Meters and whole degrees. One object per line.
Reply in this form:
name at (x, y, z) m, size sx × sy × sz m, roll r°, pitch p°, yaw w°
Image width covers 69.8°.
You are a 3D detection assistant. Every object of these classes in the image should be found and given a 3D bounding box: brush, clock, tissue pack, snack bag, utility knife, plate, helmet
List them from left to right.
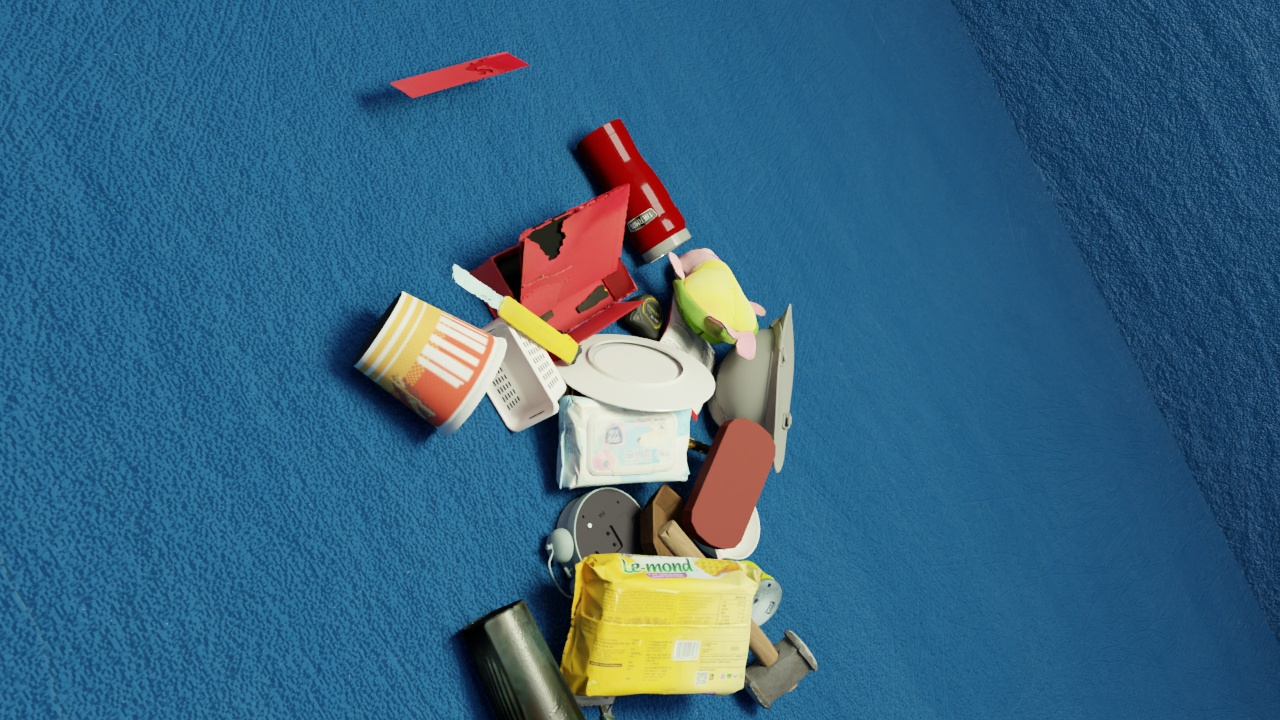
utility knife at (-0.137, -0.050, 1.048) m, size 0.224 × 0.019 × 0.030 m, roll 39°, pitch 63°, yaw -50°
clock at (-0.052, 0.224, 1.105) m, size 0.158 × 0.045 × 0.122 m, roll -34°, pitch 97°, yaw -46°
tissue pack at (-0.015, 0.096, 1.128) m, size 0.181 × 0.070 × 0.112 m, roll -1°, pitch 92°, yaw -23°
plate at (-0.007, 0.007, 1.160) m, size 0.208 × 0.209 × 0.015 m, roll -18°, pitch 128°, yaw -47°
snack bag at (0.026, 0.307, 1.043) m, size 0.247 × 0.068 × 0.159 m, roll 9°, pitch 93°, yaw -26°
plate at (0.032, 0.222, 1.144) m, size 0.131 × 0.025 × 0.131 m, roll 48°, pitch 34°, yaw -49°
snack bag at (0.066, -0.007, 1.320) m, size 0.131 × 0.039 × 0.143 m, roll 53°, pitch 38°, yaw -30°
brush at (0.112, 0.160, 1.193) m, size 0.082 × 0.042 × 0.173 m, roll 33°, pitch 67°, yaw -19°
clock at (0.130, 0.308, 1.211) m, size 0.119 × 0.057 × 0.083 m, roll 19°, pitch 104°, yaw -35°
helmet at (0.160, 0.035, 1.349) m, size 0.183 × 0.118 × 0.270 m, roll 74°, pitch 22°, yaw -50°

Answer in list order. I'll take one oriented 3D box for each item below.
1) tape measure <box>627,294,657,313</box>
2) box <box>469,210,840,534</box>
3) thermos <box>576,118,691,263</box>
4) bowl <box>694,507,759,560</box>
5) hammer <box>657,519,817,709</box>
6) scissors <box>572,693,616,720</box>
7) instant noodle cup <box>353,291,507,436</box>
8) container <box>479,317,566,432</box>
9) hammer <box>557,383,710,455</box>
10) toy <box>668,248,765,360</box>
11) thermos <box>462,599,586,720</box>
tape measure at (0.003, -0.062, 1.296) m, size 0.061 × 0.034 × 0.061 m, roll 45°, pitch 49°, yaw -37°
box at (0.020, -0.004, 1.147) m, size 0.479 × 0.171 × 0.213 m, roll 32°, pitch 40°, yaw 21°
thermos at (-0.005, -0.247, 1.342) m, size 0.198 × 0.084 × 0.107 m, roll 59°, pitch 26°, yaw -4°
bowl at (0.105, 0.220, 1.252) m, size 0.114 × 0.051 × 0.114 m, roll 22°, pitch 55°, yaw -35°
hammer at (0.116, 0.314, 1.152) m, size 0.098 × 0.052 × 0.328 m, roll -37°, pitch 117°, yaw -5°
scissors at (-0.014, 0.423, 1.073) m, size 0.201 × 0.015 × 0.204 m, roll 9°, pitch 66°, yaw -40°
instant noodle cup at (-0.230, -0.002, 0.988) m, size 0.121 × 0.124 × 0.123 m, roll 34°, pitch 51°, yaw -19°
container at (-0.145, 0.011, 1.090) m, size 0.129 × 0.081 × 0.049 m, roll 60°, pitch 32°, yaw -5°
hammer at (0.028, 0.098, 1.225) m, size 0.320 × 0.036 × 0.123 m, roll 22°, pitch 22°, yaw -31°
toy at (0.103, -0.087, 1.313) m, size 0.190 × 0.088 × 0.238 m, roll 21°, pitch 29°, yaw -31°
thermos at (-0.106, 0.364, 0.956) m, size 0.097 × 0.098 × 0.220 m, roll -20°, pitch 81°, yaw -47°
